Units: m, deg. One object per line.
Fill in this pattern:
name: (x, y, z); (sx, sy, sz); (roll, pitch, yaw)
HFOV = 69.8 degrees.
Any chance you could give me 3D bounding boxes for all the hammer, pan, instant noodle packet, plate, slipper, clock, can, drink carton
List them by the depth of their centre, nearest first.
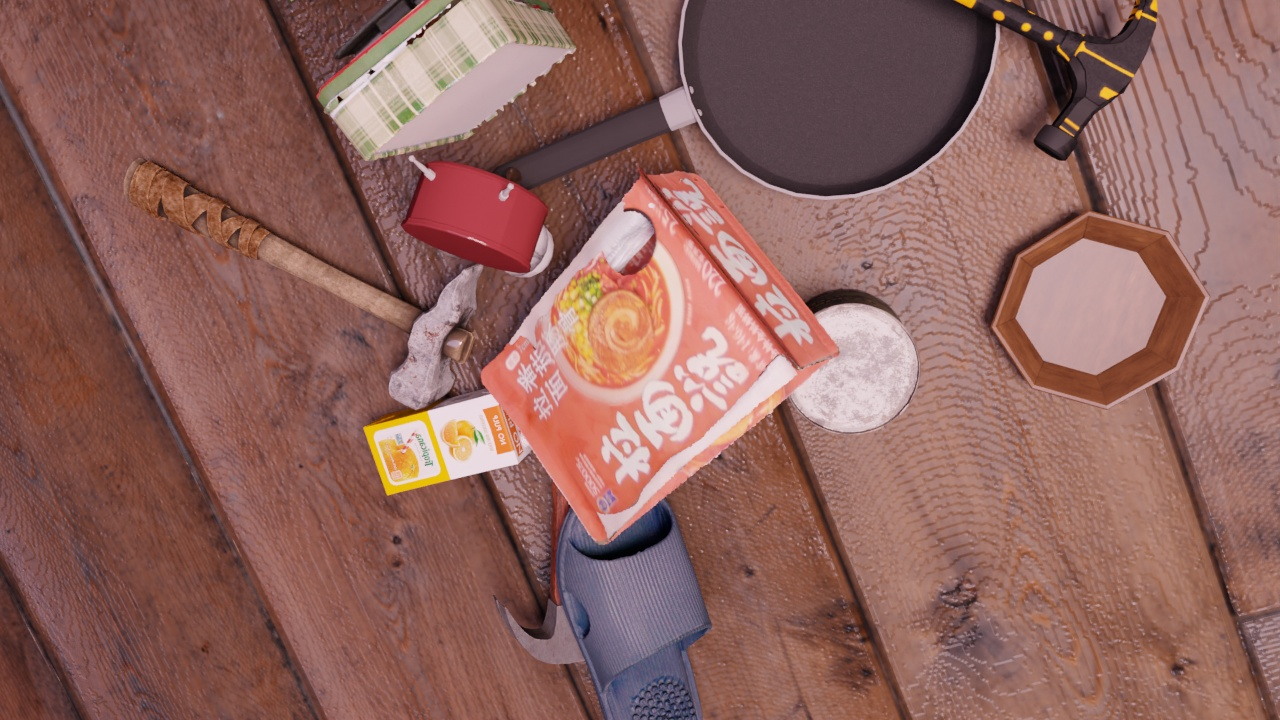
hammer: (0.159, -0.250, 0.563); (0.320, 0.036, 0.123); (29, 104, 2)
plate: (0.308, -0.035, 0.625); (0.131, 0.025, 0.131); (2, 103, 11)
instant noodle packet: (-0.004, 0.004, 0.626); (0.221, 0.083, 0.164); (-44, 75, 28)
pan: (0.060, -0.187, 0.632); (0.356, 0.044, 0.204); (-20, 98, 15)
can: (0.145, -0.001, 0.641); (0.090, 0.074, 0.090); (2, 103, 9)
clock: (-0.112, -0.096, 0.643); (0.096, 0.137, 0.048); (17, 84, 7)
slipper: (0.006, 0.214, 0.694); (0.101, 0.082, 0.264); (-17, 105, -23)
hammer: (-0.056, 0.086, 0.707); (0.111, 0.028, 0.301); (-2, 97, -27)
hammer: (-0.271, -0.079, 0.722); (0.319, 0.048, 0.122); (26, 112, 8)
drink carton: (-0.149, 0.061, 0.731); (0.123, 0.040, 0.058); (-15, 99, 14)

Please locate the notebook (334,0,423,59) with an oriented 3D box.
notebook: (-0.087, -0.257, 0.576); (0.209, 0.169, 0.029); (-34, 107, 22)

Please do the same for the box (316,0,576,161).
box: (-0.113, -0.186, 0.585); (0.118, 0.205, 0.050); (-35, 101, 18)
